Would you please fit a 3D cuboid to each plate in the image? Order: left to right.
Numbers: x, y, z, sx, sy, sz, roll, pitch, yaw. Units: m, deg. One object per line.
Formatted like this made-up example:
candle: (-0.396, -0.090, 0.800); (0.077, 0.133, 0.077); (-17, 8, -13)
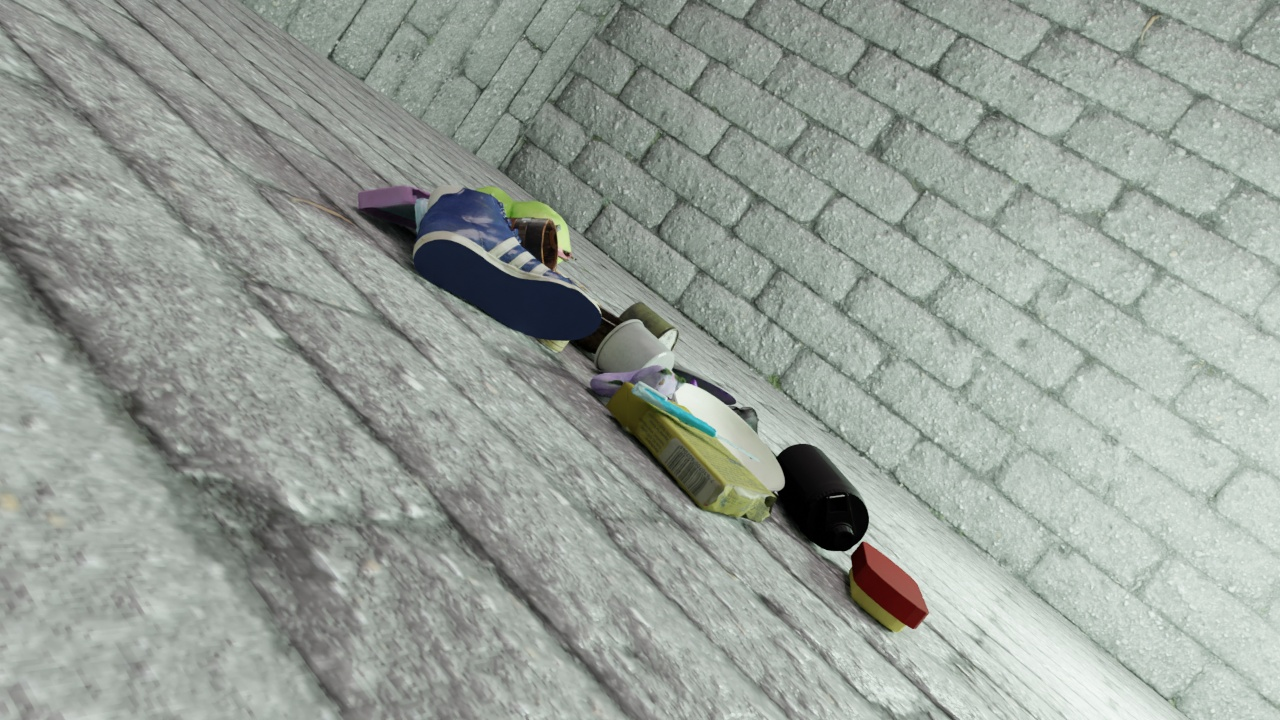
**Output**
plate: (0.054, 0.025, 1.302); (0.178, 0.012, 0.178); (20, -11, 4)
plate: (0.101, 0.104, 1.145); (0.182, 0.034, 0.182); (37, 18, -15)

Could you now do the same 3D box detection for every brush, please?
brush: (0.275, 0.259, 1.044); (0.082, 0.042, 0.173); (38, 7, 9)

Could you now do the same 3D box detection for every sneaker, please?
sneaker: (-0.154, -0.116, 1.059); (0.233, 0.092, 0.118); (22, 38, -31)

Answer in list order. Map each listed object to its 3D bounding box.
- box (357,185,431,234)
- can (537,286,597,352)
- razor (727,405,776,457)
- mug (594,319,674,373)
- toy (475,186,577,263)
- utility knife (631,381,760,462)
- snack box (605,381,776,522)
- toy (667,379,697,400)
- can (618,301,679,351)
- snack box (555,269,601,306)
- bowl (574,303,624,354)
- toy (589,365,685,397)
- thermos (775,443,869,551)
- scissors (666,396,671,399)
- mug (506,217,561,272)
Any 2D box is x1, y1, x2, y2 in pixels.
box: (-0.264, -0.154, 1.153); (0.090, 0.091, 0.214); (-5, -1, 11)
can: (-0.090, -0.051, 1.113); (0.038, 0.079, 0.038); (36, 7, -6)
razor: (0.173, 0.125, 1.334); (0.151, 0.067, 0.054); (44, 7, -10)
mug: (-0.007, 0.007, 1.196); (0.070, 0.084, 0.113); (43, -23, 25)
toy: (-0.186, -0.200, 1.376); (0.197, 0.107, 0.150); (11, 7, 5)
utility knife: (0.062, 0.068, 0.969); (0.167, 0.015, 0.022); (31, 12, -14)
snack box: (0.055, 0.102, 0.982); (0.121, 0.045, 0.181); (24, 17, -51)
toy: (0.077, 0.069, 1.243); (0.088, 0.056, 0.105); (49, 30, -8)
can: (0.003, -0.034, 1.422); (0.074, 0.090, 0.089); (39, 7, 19)
snack box: (-0.129, -0.109, 1.461); (0.143, 0.041, 0.147); (32, 8, -34)
bowl: (-0.062, -0.040, 1.270); (0.121, 0.056, 0.121); (32, 7, -5)
toy: (-0.006, 0.027, 1.050); (0.100, 0.036, 0.080); (-9, -14, 27)
thermos: (0.231, 0.177, 1.175); (0.086, 0.086, 0.198); (36, 7, -11)
scissors: (0.004, 0.036, 1.305); (0.140, 0.013, 0.118); (37, 8, 11)
mug: (-0.159, -0.146, 1.141); (0.107, 0.080, 0.115); (2, 30, 11)
